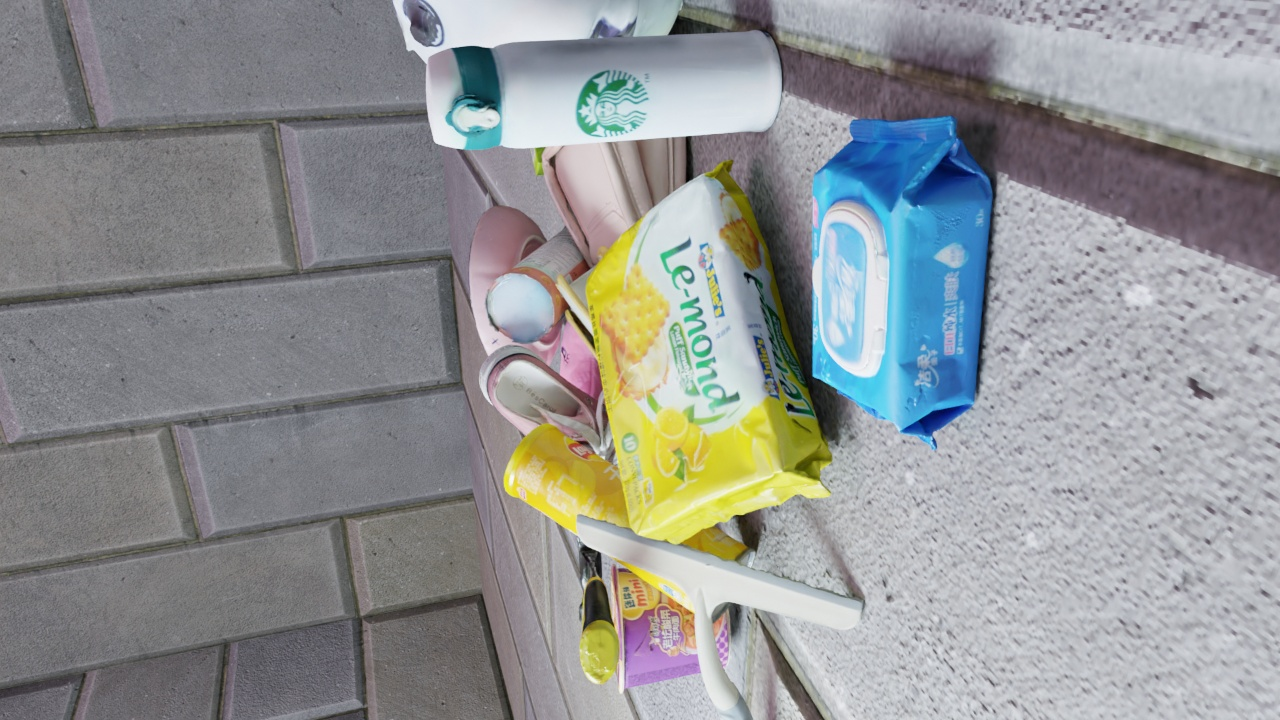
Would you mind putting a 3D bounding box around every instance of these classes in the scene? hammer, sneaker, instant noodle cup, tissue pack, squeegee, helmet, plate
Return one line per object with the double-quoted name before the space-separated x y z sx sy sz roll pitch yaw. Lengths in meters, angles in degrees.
"hammer" -0.042 0.206 0.812 0.323 0.032 0.126 162 105 -86
"sneaker" -0.052 0.074 0.879 0.241 0.118 0.088 42 180 -37
"instant noodle cup" 0.025 0.232 0.813 0.111 0.099 0.111 173 92 -86
"tissue pack" 0.122 -0.042 0.455 0.095 0.052 0.157 -136 41 -65
"squeegee" 0.066 0.247 0.704 0.247 0.039 0.247 9 129 38
"helmet" -0.059 -0.278 0.718 0.146 0.228 0.259 51 140 -9
"plate" -0.123 -0.072 0.985 0.192 0.039 0.192 -5 -90 -73

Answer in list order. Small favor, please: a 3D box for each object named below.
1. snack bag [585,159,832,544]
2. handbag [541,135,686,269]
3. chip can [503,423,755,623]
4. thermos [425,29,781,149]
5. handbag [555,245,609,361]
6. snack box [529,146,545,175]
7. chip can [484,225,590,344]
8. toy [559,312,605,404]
"snack bag" 0.042 0.000 0.650 0.158 0.068 0.246 -34 61 44
"handbag" -0.005 -0.114 0.838 0.193 0.093 0.234 163 91 -73
"chip can" -0.012 0.132 0.766 0.213 0.071 0.072 29 136 23
"thermos" -0.024 -0.172 0.588 0.073 0.224 0.073 171 91 -74
"handbag" -0.005 0.005 0.831 0.163 0.063 0.179 51 167 35
"snack box" -0.087 -0.278 1.004 0.026 0.085 0.156 116 144 -66
"chip can" -0.084 -0.086 0.925 0.214 0.071 0.071 -56 -32 -64
"toy" -0.055 0.004 1.035 0.178 0.074 0.195 -97 7 -55
